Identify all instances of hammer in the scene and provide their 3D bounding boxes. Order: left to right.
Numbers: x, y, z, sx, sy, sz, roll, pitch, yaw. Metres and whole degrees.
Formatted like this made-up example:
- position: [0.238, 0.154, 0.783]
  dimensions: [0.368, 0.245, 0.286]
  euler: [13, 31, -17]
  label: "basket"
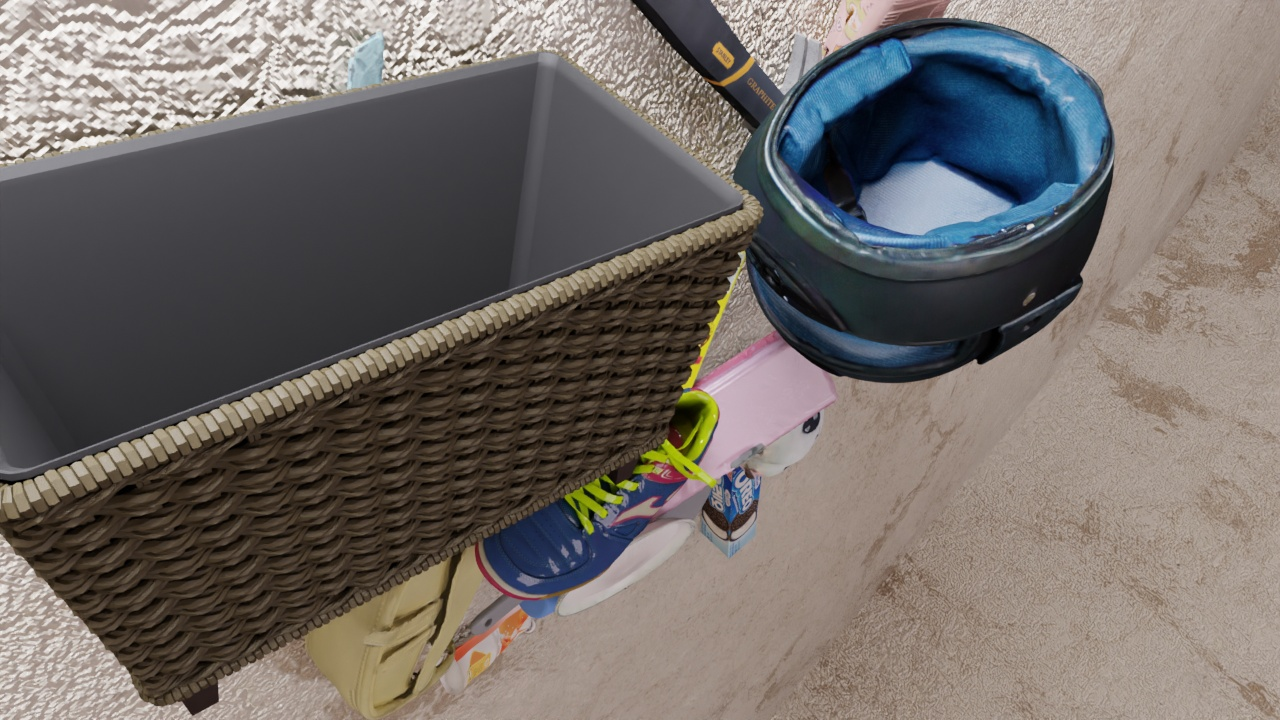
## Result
- position: [0.050, -0.210, 0.648]
  dimensions: [0.139, 0.035, 0.312]
  euler: [-59, 151, 8]
  label: "hammer"

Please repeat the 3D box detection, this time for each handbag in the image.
- position: [-0.170, 0.178, 0.712]
  dimensions: [0.190, 0.088, 0.233]
  euler: [-5, 126, -58]
  label: "handbag"

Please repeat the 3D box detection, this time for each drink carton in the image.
- position: [-0.147, 0.281, 0.926]
  dimensions: [0.122, 0.039, 0.069]
  euler: [-31, 145, -45]
  label: "drink carton"

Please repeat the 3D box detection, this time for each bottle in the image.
- position: [-0.068, 0.222, 0.953]
  dimensions: [0.130, 0.048, 0.048]
  euler: [-14, 134, -49]
  label: "bottle"

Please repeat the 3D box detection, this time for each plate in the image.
- position: [-0.016, 0.193, 0.869]
  dimensions: [0.156, 0.014, 0.157]
  euler: [-30, 158, -14]
  label: "plate"

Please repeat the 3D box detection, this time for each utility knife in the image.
- position: [-0.156, -0.076, 0.507]
  dimensions: [0.028, 0.020, 0.214]
  euler: [-23, 142, -43]
  label: "utility knife"

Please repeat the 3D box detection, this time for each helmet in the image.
- position: [0.195, -0.096, 0.697]
  dimensions: [0.315, 0.249, 0.236]
  euler: [-34, 160, -28]
  label: "helmet"

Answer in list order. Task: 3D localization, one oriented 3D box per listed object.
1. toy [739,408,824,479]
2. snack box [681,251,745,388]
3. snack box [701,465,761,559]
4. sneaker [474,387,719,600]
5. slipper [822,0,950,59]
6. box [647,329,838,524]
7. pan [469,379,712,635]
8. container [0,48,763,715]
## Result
- position: [0.162, 0.052, 1.015]
  dimensions: [0.179, 0.101, 0.139]
  euler: [-35, 150, -37]
  label: "toy"
- position: [0.043, -0.046, 0.791]
  dimensions: [0.025, 0.061, 0.149]
  euler: [0, 125, -31]
  label: "snack box"
- position: [0.113, 0.166, 1.150]
  dimensions: [0.059, 0.059, 0.227]
  euler: [-35, 148, -23]
  label: "snack box"
- position: [-0.024, 0.084, 0.685]
  dimensions: [0.241, 0.116, 0.091]
  euler: [-36, 176, -46]
  label: "sneaker"
- position: [0.187, -0.287, 0.713]
  dimensions: [0.093, 0.081, 0.198]
  euler: [-23, 166, -17]
  label: "slipper"
- position: [0.068, 0.058, 0.841]
  dimensions: [0.233, 0.037, 0.098]
  euler: [-34, 117, -4]
  label: "box"
- position: [-0.024, 0.155, 0.904]
  dimensions: [0.355, 0.051, 0.201]
  euler: [-40, 142, -37]
  label: "pan"
- position: [-0.130, 0.006, 0.450]
  dimensions: [0.320, 0.176, 0.205]
  euler: [-25, 144, -32]
  label: "container"
